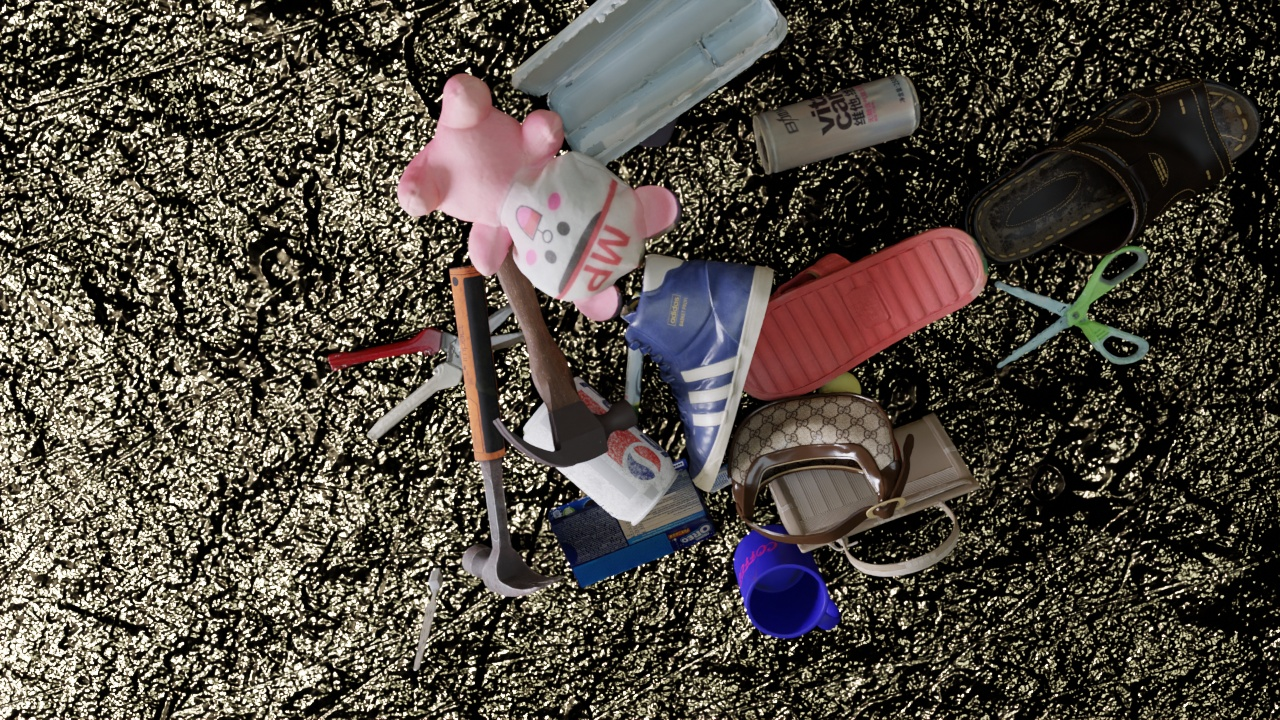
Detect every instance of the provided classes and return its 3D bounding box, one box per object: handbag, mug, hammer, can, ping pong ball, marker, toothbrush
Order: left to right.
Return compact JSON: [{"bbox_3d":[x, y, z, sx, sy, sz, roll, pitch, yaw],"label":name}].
[{"bbox_3d":[-0.198,0.236,0.852,0.010,0.181,0.010,-19,103,-2],"label":"toothbrush"},{"bbox_3d":[-0.135,0.069,0.844,0.034,0.138,0.314,-15,106,-38],"label":"hammer"},{"bbox_3d":[-0.108,-0.062,0.799,0.115,0.033,0.323,-20,88,-19],"label":"hammer"},{"bbox_3d":[-0.037,0.084,0.855,0.136,0.078,0.078,41,101,0],"label":"can"},{"bbox_3d":[-0.005,0.005,0.877,0.017,0.017,0.146,4,106,-3],"label":"marker"},{"bbox_3d":[0.135,0.085,0.906,0.167,0.014,0.016,-30,105,6],"label":"toothbrush"},{"bbox_3d":[0.151,0.226,0.911,0.111,0.083,0.079,34,102,-11],"label":"mug"},{"bbox_3d":[0.162,0.101,0.828,0.167,0.138,0.063,-7,144,25],"label":"handbag"},{"bbox_3d":[0.170,-0.207,0.802,0.135,0.054,0.054,-15,106,2],"label":"can"},{"bbox_3d":[0.191,0.030,0.878,0.040,0.040,0.040,-1,106,-2],"label":"ping pong ball"},{"bbox_3d":[0.220,0.134,0.827,0.176,0.197,0.062,-21,106,4],"label":"handbag"}]

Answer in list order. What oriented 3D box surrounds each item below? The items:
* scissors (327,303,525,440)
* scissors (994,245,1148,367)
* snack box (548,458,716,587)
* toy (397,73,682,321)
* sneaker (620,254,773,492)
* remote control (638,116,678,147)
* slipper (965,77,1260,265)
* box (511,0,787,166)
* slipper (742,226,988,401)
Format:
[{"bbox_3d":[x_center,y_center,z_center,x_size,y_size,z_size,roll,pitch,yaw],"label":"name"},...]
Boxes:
[{"bbox_3d":[-0.204,0.004,0.871,0.187,0.015,0.179,20,103,-8],"label":"scissors"},{"bbox_3d":[0.419,-0.040,0.879,0.171,0.023,0.167,-39,109,11],"label":"scissors"},{"bbox_3d":[-0.008,0.163,0.918,0.150,0.027,0.082,-21,106,5],"label":"snack box"},{"bbox_3d":[-0.083,-0.130,0.751,0.213,0.084,0.142,30,110,-7],"label":"toy"},{"bbox_3d":[0.031,0.011,0.833,0.118,0.091,0.234,14,122,1],"label":"sneaker"},{"bbox_3d":[0.024,-0.249,0.807,0.046,0.009,0.124,21,104,-8],"label":"remote control"},{"bbox_3d":[0.421,-0.163,0.811,0.268,0.075,0.113,-26,106,5],"label":"slipper"},{"bbox_3d":[-0.006,-0.263,0.730,0.216,0.124,0.106,-34,62,12],"label":"box"},{"bbox_3d":[0.192,-0.049,0.846,0.249,0.059,0.103,-30,104,22],"label":"slipper"}]
